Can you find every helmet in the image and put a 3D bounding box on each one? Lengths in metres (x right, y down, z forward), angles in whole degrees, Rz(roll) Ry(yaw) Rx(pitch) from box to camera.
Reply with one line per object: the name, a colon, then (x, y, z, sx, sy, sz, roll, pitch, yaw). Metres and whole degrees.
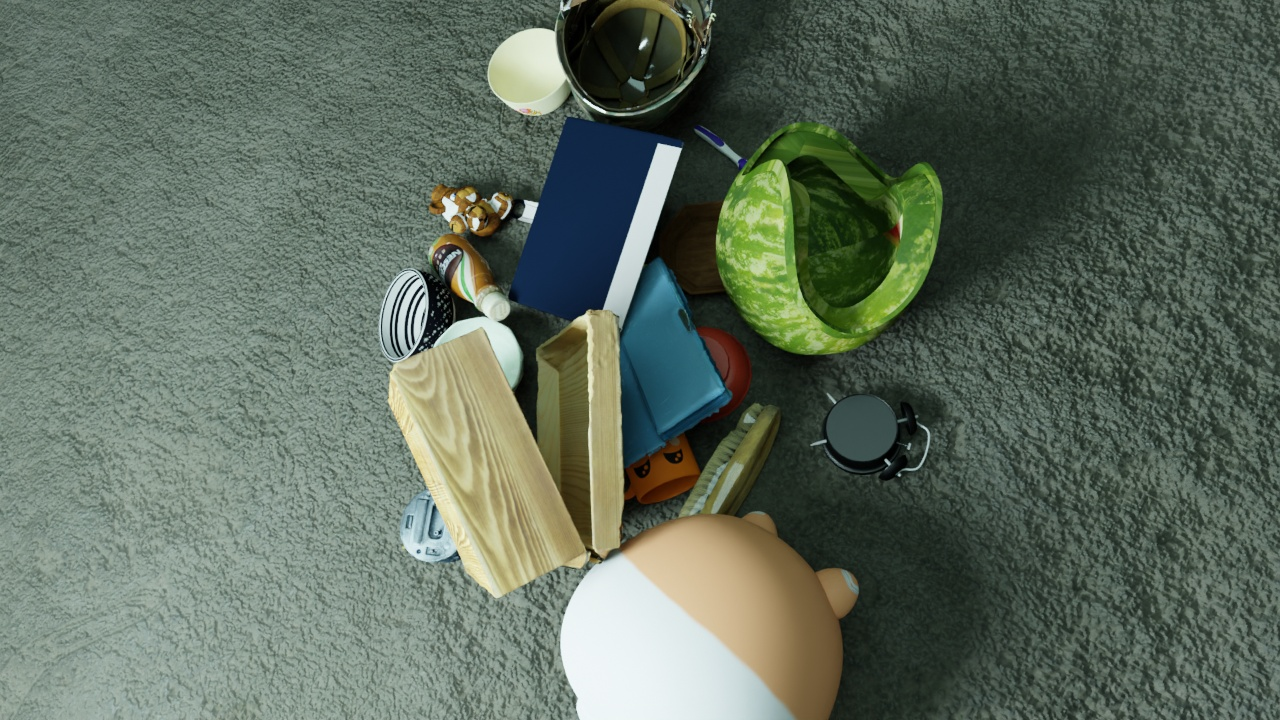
helmet: (0.191, -0.127, 1.001, 0.213, 0.247, 0.243, -3, 112, -11)
helmet: (-0.007, -0.402, 1.139, 0.193, 0.236, 0.224, 18, 87, 4)

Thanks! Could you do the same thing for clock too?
clock: (-0.223, 0.199, 1.092, 0.129, 0.052, 0.090, 2, 72, 15)
clock: (0.258, 0.082, 1.017, 0.121, 0.042, 0.091, 17, 77, 18)

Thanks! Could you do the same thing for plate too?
plate: (0.086, -0.137, 1.143, 0.131, 0.025, 0.131, -4, 71, 12)

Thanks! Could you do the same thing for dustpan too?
dustpan: (-0.080, -0.172, 1.141, 0.273, 0.080, 0.236, 20, 92, 30)

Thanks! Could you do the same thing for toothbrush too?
toothbrush: (0.134, -0.248, 1.174, 0.016, 0.015, 0.186, -41, 67, -7)

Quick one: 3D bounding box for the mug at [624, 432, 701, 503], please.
mug: (0.001, 0.111, 1.051, 0.112, 0.078, 0.096, -23, 68, 2)

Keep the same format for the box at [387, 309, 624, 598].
box: (-0.113, 0.099, 0.956, 0.220, 0.280, 0.258, -23, 89, -19)

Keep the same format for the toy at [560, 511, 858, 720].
toy: (0.069, 0.279, 0.888, 0.280, 0.266, 0.263, -44, 40, -13)

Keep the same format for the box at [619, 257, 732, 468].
box: (-0.006, 0.006, 1.043, 0.175, 0.033, 0.231, -37, 46, 14)

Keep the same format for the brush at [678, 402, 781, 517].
brush: (0.099, 0.131, 1.032, 0.043, 0.059, 0.195, 26, 78, 28)

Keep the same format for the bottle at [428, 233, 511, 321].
bottle: (-0.213, -0.102, 1.161, 0.059, 0.059, 0.167, -43, 48, -3)

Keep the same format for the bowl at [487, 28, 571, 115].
bowl: (-0.140, -0.381, 1.254, 0.118, 0.074, 0.117, -4, 71, 12)

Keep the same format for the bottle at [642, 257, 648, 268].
bottle: (-0.008, -0.117, 1.148, 0.045, 0.045, 0.184, -37, 67, 0)

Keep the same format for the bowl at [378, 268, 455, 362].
bowl: (-0.276, -0.052, 1.175, 0.120, 0.066, 0.120, -12, 73, 45)

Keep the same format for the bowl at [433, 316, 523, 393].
bowl: (-0.196, 0.010, 1.141, 0.117, 0.061, 0.117, -2, 77, 8)

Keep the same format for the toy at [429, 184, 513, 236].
toy: (-0.231, -0.204, 1.221, 0.112, 0.067, 0.087, 34, 49, 23)

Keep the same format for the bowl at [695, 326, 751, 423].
bowl: (0.070, 0.012, 1.092, 0.122, 0.035, 0.121, -4, 71, 12)
